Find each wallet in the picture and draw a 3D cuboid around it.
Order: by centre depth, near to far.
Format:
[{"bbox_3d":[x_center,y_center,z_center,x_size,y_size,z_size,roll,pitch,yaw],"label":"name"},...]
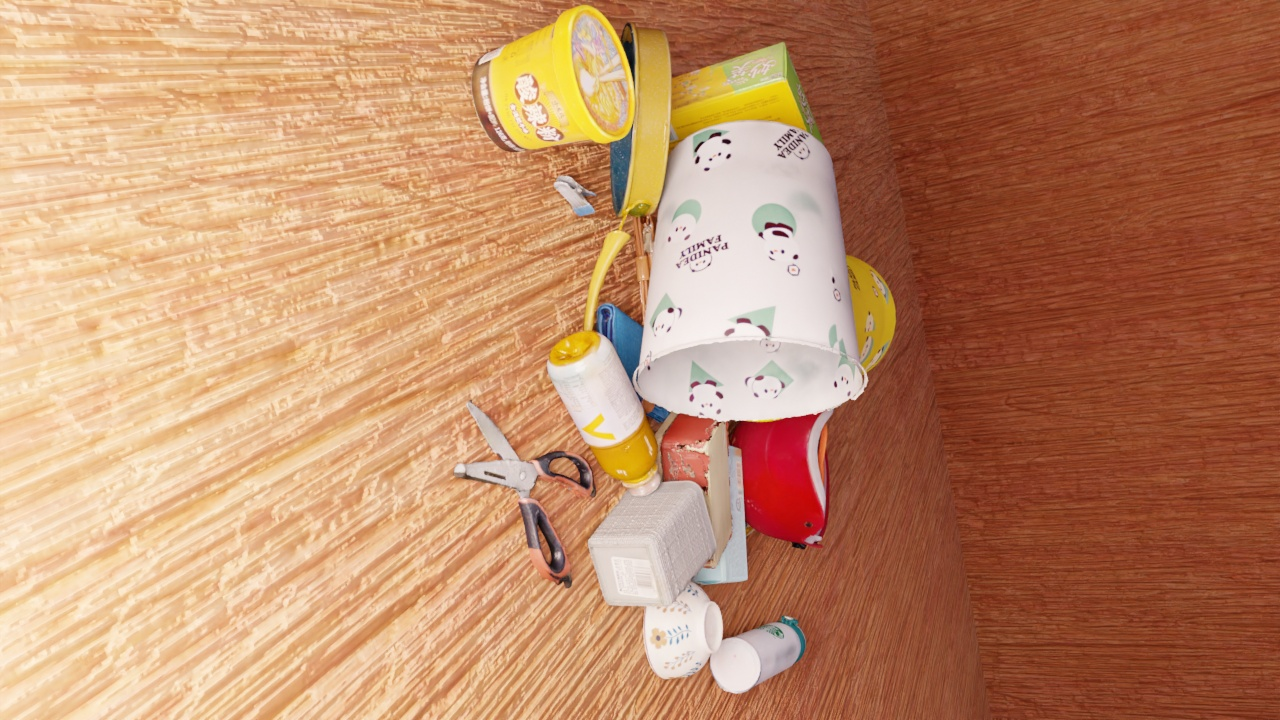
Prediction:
[{"bbox_3d":[-0.006,0.006,1.018,0.133,0.040,0.106,33,49,-57],"label":"wallet"},{"bbox_3d":[0.019,-0.103,1.092,0.107,0.031,0.131,4,79,-73],"label":"wallet"}]

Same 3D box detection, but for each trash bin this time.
[{"bbox_3d":[0.110,-0.090,0.949,0.229,0.230,0.251,37,49,-56],"label":"trash bin"},{"bbox_3d":[0.202,-0.049,1.196,0.254,0.230,0.229,-8,90,-56],"label":"trash bin"}]

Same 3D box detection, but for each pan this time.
[{"bbox_3d":[-0.021,-0.173,0.958,0.198,0.078,0.357,138,-47,-80],"label":"pan"}]

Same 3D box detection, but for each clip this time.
[{"bbox_3d":[-0.069,-0.175,0.952,0.058,0.027,0.045,31,63,-54],"label":"clip"}]

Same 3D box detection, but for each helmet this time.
[{"bbox_3d":[0.194,0.153,1.272,0.240,0.144,0.206,63,32,-63],"label":"helmet"}]

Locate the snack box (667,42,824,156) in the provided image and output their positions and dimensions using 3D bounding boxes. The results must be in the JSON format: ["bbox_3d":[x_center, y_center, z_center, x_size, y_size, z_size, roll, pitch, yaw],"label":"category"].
[{"bbox_3d":[0.100,-0.272,1.109,0.158,0.210,0.069,53,34,-45],"label":"snack box"}]

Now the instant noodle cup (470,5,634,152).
[{"bbox_3d":[-0.082,-0.249,0.840,0.118,0.115,0.118,26,61,-60],"label":"instant noodle cup"}]

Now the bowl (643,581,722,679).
[{"bbox_3d":[0.054,0.299,1.032,0.113,0.062,0.113,31,55,-57],"label":"bowl"}]

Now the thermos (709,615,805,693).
[{"bbox_3d":[0.166,0.387,1.227,0.224,0.073,0.073,16,69,-62],"label":"thermos"}]

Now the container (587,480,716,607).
[{"bbox_3d":[0.010,0.190,0.944,0.114,0.090,0.090,-39,117,-57],"label":"container"}]

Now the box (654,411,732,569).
[{"bbox_3d":[0.069,0.147,1.042,0.091,0.080,0.168,-48,138,-58],"label":"box"}]

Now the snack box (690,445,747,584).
[{"bbox_3d":[0.095,0.192,1.154,0.074,0.052,0.174,22,63,-59],"label":"snack box"}]

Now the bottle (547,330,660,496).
[{"bbox_3d":[-0.029,0.059,0.917,0.190,0.068,0.067,65,31,-32],"label":"bottle"}]

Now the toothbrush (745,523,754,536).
[{"bbox_3d":[0.139,0.245,1.268,0.191,0.018,0.016,-17,100,-64],"label":"toothbrush"}]

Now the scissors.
[{"bbox_3d":[-0.096,0.114,0.826,0.188,0.015,0.227,-47,125,-58],"label":"scissors"}]
